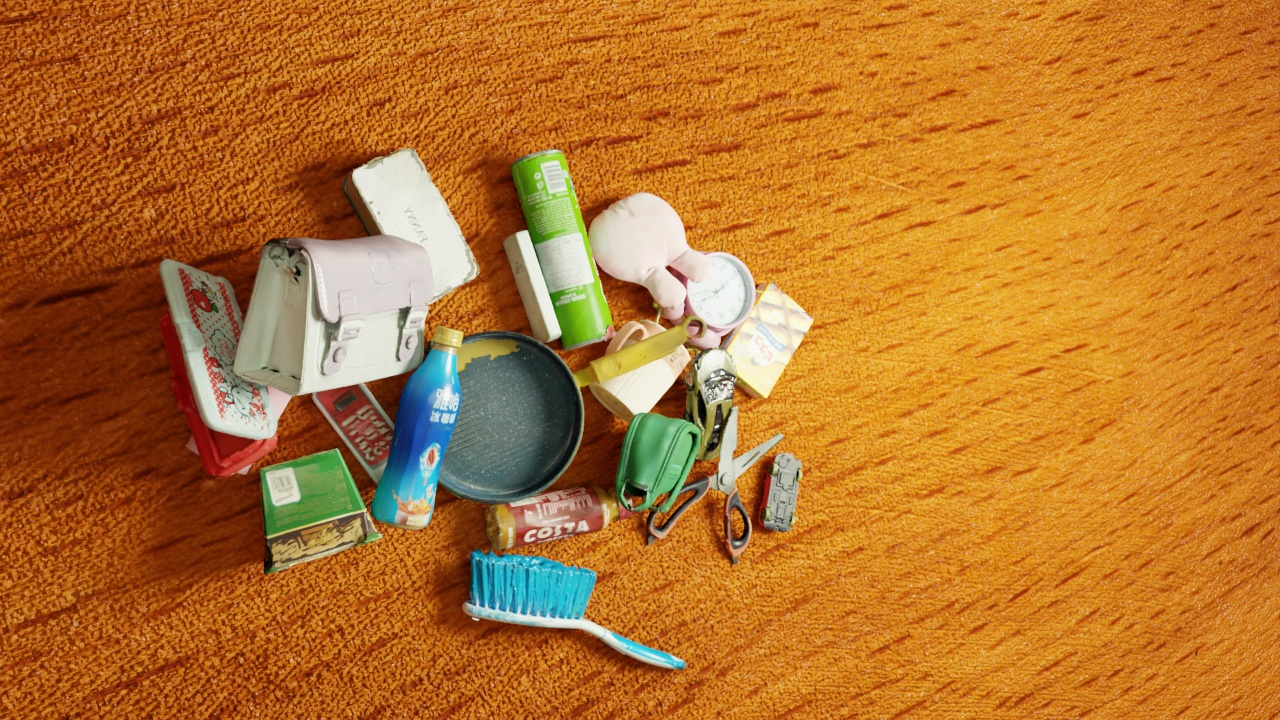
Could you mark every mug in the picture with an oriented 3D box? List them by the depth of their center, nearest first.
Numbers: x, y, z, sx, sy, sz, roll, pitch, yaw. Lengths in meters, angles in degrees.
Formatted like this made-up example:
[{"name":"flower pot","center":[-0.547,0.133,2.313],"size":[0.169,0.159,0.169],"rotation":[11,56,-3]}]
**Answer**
[{"name":"mug","center":[-0.007,0.007,1.127],"size":[0.105,0.082,0.114],"rotation":[-51,143,-17]}]

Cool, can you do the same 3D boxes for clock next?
[{"name":"clock","center":[0.080,-0.075,1.195],"size":[0.158,0.060,0.117],"rotation":[-43,103,-19]}]

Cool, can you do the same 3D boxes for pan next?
[{"name":"pan","center":[-0.091,0.032,1.054],"size":[0.357,0.078,0.197],"rotation":[-25,95,-9]}]

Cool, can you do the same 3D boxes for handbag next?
[{"name":"handbag","center":[-0.294,-0.051,0.919],"size":[0.098,0.196,0.145],"rotation":[12,101,17]},{"name":"handbag","center":[0.021,0.125,1.104],"size":[0.068,0.131,0.120],"rotation":[15,86,15]}]

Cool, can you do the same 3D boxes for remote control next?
[{"name":"remote control","center":[-0.308,0.076,1.030],"size":[0.055,0.020,0.136],"rotation":[-38,101,-23]},{"name":"remote control","center":[-0.130,-0.087,1.103],"size":[0.019,0.056,0.135],"rotation":[-20,94,-25]}]

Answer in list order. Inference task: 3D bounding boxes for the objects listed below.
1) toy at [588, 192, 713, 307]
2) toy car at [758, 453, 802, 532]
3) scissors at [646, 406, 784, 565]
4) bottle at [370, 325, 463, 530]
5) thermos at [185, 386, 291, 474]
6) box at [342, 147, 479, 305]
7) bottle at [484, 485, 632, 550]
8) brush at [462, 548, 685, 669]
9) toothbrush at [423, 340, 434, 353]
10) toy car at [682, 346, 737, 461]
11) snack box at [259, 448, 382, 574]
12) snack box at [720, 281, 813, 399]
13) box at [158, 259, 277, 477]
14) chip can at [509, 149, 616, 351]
[{"name":"toy","center":[0.012,-0.138,1.151],"size":[0.121,0.054,0.159],"rotation":[-40,76,-11]},{"name":"toy car","center":[0.189,0.178,1.242],"size":[0.049,0.031,0.106],"rotation":[15,82,-24]},{"name":"scissors","center":[0.098,0.166,1.184],"size":[0.188,0.015,0.223],"rotation":[-4,104,-18]},{"name":"bottle","center":[-0.234,0.071,0.990],"size":[0.065,0.065,0.218],"rotation":[14,92,-23]},{"name":"thermos","center":[-0.402,0.013,0.963],"size":[0.087,0.067,0.198],"rotation":[25,80,4]},{"name":"box","center":[-0.264,-0.156,1.045],"size":[0.089,0.062,0.184],"rotation":[-29,96,-24]},{"name":"bottle","center":[-0.095,0.184,1.098],"size":[0.174,0.058,0.057],"rotation":[-6,89,-25]},{"name":"brush","center":[-0.069,0.305,1.109],"size":[0.314,0.061,0.109],"rotation":[15,86,-25]},{"name":"toothbrush","center":[-0.311,-0.029,1.040],"size":[0.185,0.012,0.017],"rotation":[12,81,-23]},{"name":"toy car","center":[0.089,0.057,1.175],"size":[0.070,0.042,0.158],"rotation":[-15,120,-28]},{"name":"snack box","center":[-0.345,0.151,0.958],"size":[0.118,0.118,0.105],"rotation":[-16,89,-23]},{"name":"snack box","center":[0.166,-0.028,1.246],"size":[0.087,0.034,0.140],"rotation":[40,74,-16]},{"name":"box","center":[-0.425,0.003,0.885],"size":[0.095,0.102,0.201],"rotation":[-30,66,2]},{"name":"chip can","center":[-0.093,-0.132,1.113],"size":[0.072,0.072,0.236],"rotation":[-18,93,-25]}]
